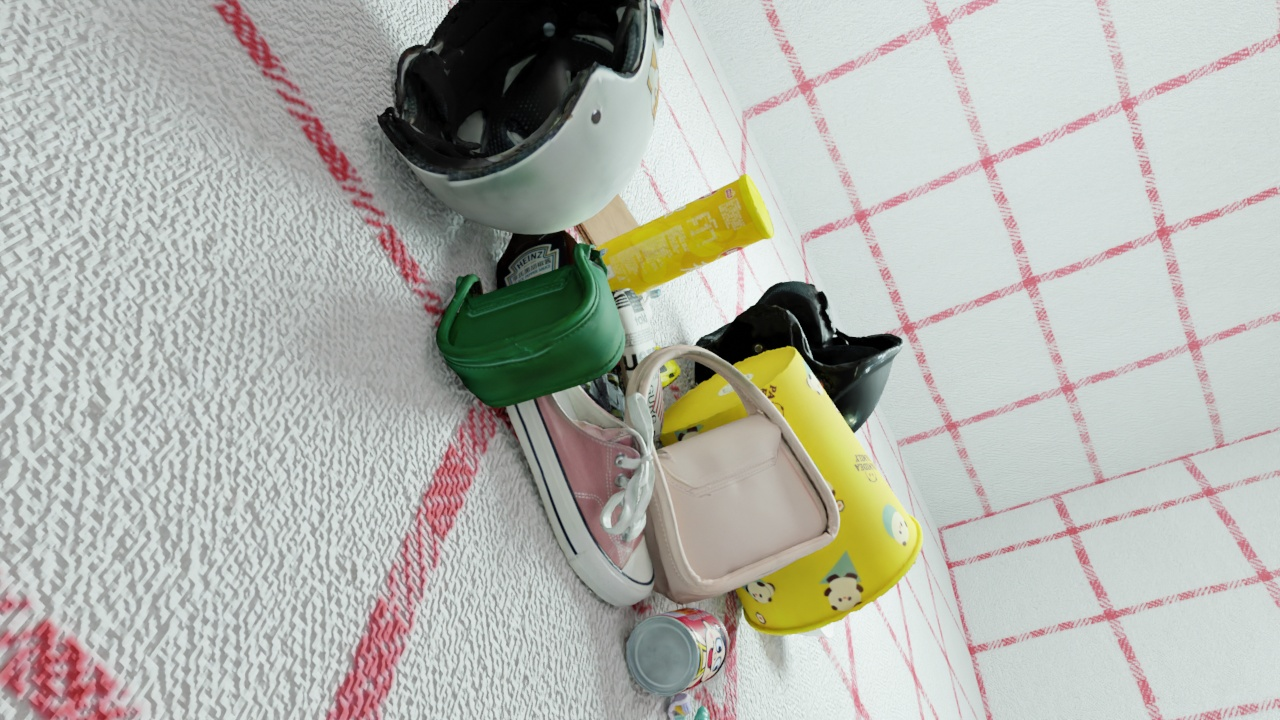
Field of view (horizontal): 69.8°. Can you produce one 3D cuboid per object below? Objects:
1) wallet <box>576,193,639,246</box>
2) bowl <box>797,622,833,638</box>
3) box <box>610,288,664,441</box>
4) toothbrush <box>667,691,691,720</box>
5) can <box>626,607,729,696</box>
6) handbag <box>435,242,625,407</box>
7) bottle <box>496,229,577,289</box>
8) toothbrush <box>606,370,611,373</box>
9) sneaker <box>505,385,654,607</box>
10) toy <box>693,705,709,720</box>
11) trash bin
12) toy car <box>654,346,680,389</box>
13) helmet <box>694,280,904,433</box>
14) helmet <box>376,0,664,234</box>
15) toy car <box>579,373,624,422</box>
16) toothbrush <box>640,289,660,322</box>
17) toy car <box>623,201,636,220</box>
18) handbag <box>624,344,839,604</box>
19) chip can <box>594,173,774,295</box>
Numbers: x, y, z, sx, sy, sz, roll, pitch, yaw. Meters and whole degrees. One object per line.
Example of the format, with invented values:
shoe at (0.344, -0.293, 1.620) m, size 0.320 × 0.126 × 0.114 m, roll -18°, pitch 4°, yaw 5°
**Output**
wallet at (-0.037, -0.158, 1.099) m, size 0.115 × 0.020 × 0.101 m, roll 59°, pitch 36°, yaw -17°
bowl at (0.199, 0.309, 1.191) m, size 0.118 × 0.065 × 0.118 m, roll 55°, pitch 22°, yaw -35°
box at (-0.002, 0.006, 0.951) m, size 0.068 × 0.052 × 0.164 m, roll -58°, pitch 135°, yaw -77°
toothbrush at (0.057, 0.293, 0.891) m, size 0.021 × 0.029 × 0.189 m, roll 31°, pitch 15°, yaw 9°
can at (0.035, 0.252, 0.801) m, size 0.093 × 0.067 × 0.066 m, roll 22°, pitch 49°, yaw -65°
handbag at (-0.084, -0.033, 0.694) m, size 0.068 × 0.131 × 0.120 m, roll 62°, pitch 13°, yaw -46°
bottle at (-0.091, -0.090, 0.814) m, size 0.044 × 0.080 × 0.194 m, roll 46°, pitch 25°, yaw -47°
toothbrush at (-0.024, 0.019, 0.976) m, size 0.190 × 0.016 × 0.016 m, roll 39°, pitch 41°, yaw -56°
sneaker at (-0.029, 0.096, 0.757) m, size 0.118 × 0.088 × 0.241 m, roll -63°, pitch 132°, yaw -66°
toy at (0.067, 0.373, 0.816) m, size 0.092 × 0.030 × 0.096 m, roll 58°, pitch 27°, yaw -22°
trash bin at (0.158, 0.138, 1.049) m, size 0.255 × 0.230 × 0.229 m, roll 59°, pitch 20°, yaw -8°
toy car at (0.023, 0.006, 1.074) m, size 0.048 × 0.032 × 0.105 m, roll 48°, pitch 17°, yaw 3°
helmet at (0.204, 0.019, 1.226) m, size 0.232 × 0.275 × 0.230 m, roll -37°, pitch 131°, yaw -65°
helmet at (-0.080, -0.209, 0.773) m, size 0.157 × 0.230 × 0.273 m, roll 64°, pitch 23°, yaw -44°
toy car at (-0.051, 0.027, 0.846) m, size 0.120 × 0.045 × 0.052 m, roll 53°, pitch 21°, yaw -51°
toothbrush at (-0.003, -0.047, 1.090) m, size 0.220 × 0.026 × 0.027 m, roll -66°, pitch 140°, yaw -65°
toy car at (-0.009, -0.157, 1.185) m, size 0.120 × 0.037 × 0.054 m, roll 63°, pitch 19°, yaw -5°
handbag at (0.067, 0.094, 0.869) m, size 0.192 × 0.094 × 0.234 m, roll -16°, pitch 83°, yaw -33°
chip can at (0.032, -0.120, 0.974) m, size 0.072 × 0.214 × 0.072 m, roll 54°, pitch 23°, yaw -34°
